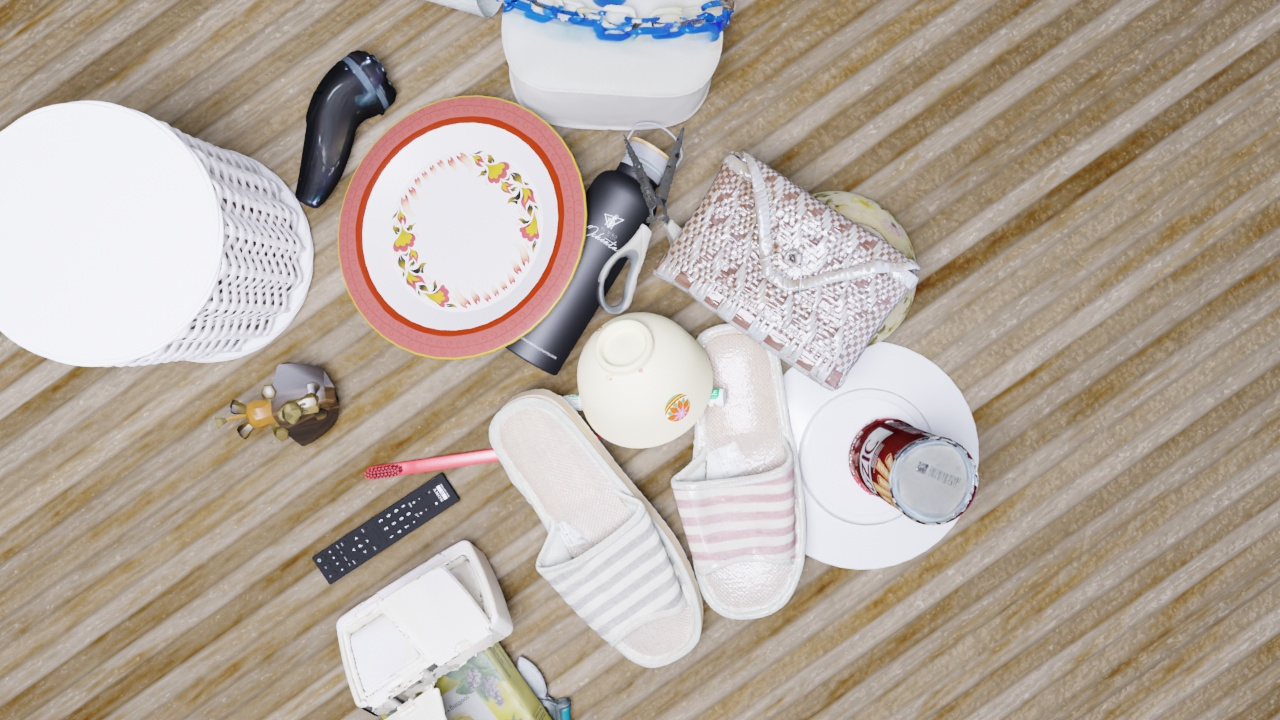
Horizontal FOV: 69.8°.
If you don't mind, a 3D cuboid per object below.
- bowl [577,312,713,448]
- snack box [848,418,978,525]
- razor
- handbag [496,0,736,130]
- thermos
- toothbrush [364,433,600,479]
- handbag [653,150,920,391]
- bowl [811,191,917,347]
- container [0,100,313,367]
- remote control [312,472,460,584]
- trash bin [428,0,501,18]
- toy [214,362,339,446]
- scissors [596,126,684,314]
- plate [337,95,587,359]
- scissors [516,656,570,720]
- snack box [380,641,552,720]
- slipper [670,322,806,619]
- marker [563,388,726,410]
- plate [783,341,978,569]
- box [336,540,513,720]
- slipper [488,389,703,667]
[{"bbox_3d":[-0.005,0.004,0.763,0.118,0.074,0.117,-8,60,13],"label":"bowl"},{"bbox_3d":[0.221,0.089,0.757,0.072,0.121,0.072,0,93,-1],"label":"snack box"},{"bbox_3d":[-0.258,-0.197,0.794,0.063,0.053,0.140,18,100,-34],"label":"razor"},{"bbox_3d":[-0.021,-0.306,0.775,0.200,0.093,0.199,0,85,-1],"label":"handbag"},{"bbox_3d":[-0.038,-0.100,0.792,0.061,0.061,0.231,32,91,-2],"label":"thermos"},{"bbox_3d":[-0.141,0.086,0.819,0.212,0.018,0.012,-8,92,-1],"label":"toothbrush"},{"bbox_3d":[0.117,-0.074,0.743,0.186,0.047,0.124,35,100,7],"label":"handbag"},{"bbox_3d":[0.177,-0.080,0.794,0.145,0.063,0.145,0,90,-1],"label":"bowl"},{"bbox_3d":[-0.382,-0.090,0.723,0.189,0.187,0.189,0,92,-1],"label":"container"},{"bbox_3d":[-0.228,0.151,0.824,0.140,0.009,0.030,-33,92,0],"label":"remote control"},{"bbox_3d":[-0.194,-0.364,0.750,0.161,0.133,0.133,12,92,3],"label":"trash bin"},{"bbox_3d":[-0.312,0.041,0.789,0.100,0.062,0.076,-16,111,-18],"label":"toy"},{"bbox_3d":[0.014,-0.107,0.775,0.171,0.012,0.157,40,86,-36],"label":"scissors"},{"bbox_3d":[-0.153,-0.114,0.787,0.230,0.021,0.229,-2,83,15],"label":"plate"},{"bbox_3d":[-0.080,0.340,0.830,0.136,0.019,0.139,24,98,3],"label":"scissors"},{"bbox_3d":[-0.141,0.334,0.806,0.121,0.045,0.181,-34,89,9],"label":"snack box"},{"bbox_3d":[0.085,0.097,0.801,0.115,0.052,0.263,-3,89,9],"label":"slipper"},{"bbox_3d":[0.002,0.035,0.800,0.146,0.017,0.017,-3,92,17],"label":"marker"},{"bbox_3d":[0.203,0.086,0.826,0.208,0.015,0.208,0,92,-1],"label":"plate"},{"bbox_3d":[-0.181,0.236,0.736,0.143,0.099,0.184,-34,49,-1],"label":"box"},{"bbox_3d":[-0.040,0.149,0.792,0.115,0.054,0.272,-29,95,15],"label":"slipper"}]
